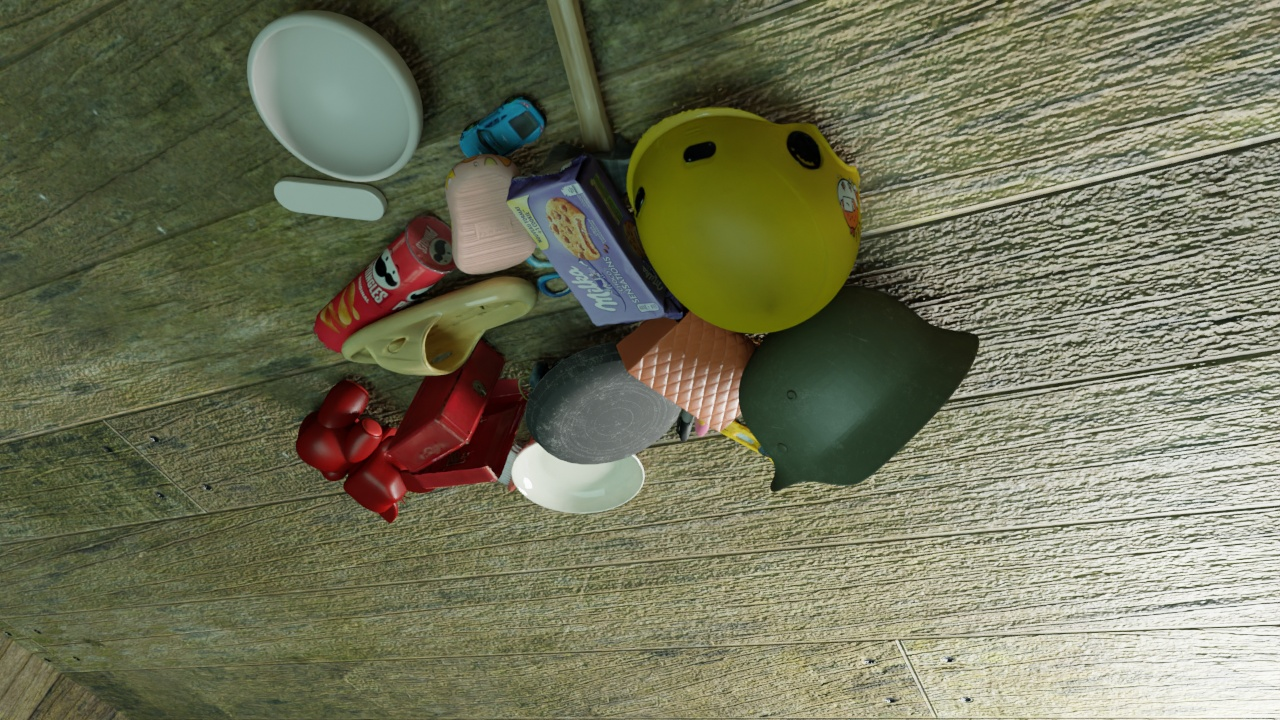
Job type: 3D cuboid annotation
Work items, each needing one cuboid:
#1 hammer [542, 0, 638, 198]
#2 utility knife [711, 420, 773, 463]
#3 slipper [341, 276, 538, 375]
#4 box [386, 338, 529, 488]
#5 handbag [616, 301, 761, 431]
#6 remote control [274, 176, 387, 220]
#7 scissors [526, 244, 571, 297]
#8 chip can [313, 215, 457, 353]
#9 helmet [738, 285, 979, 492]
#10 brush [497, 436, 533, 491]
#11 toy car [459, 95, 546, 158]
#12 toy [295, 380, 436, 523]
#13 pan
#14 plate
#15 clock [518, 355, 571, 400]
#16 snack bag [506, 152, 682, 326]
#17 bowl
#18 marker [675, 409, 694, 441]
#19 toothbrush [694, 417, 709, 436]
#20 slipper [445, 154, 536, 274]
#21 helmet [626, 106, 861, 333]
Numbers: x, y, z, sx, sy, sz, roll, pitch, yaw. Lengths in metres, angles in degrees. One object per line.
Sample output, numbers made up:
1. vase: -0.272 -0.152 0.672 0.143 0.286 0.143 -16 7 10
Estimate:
1. hammer: -0.061 -0.289 0.836 0.117 0.051 0.323 0 133 17
2. utility knife: 0.142 0.103 1.183 0.155 0.017 0.031 30 125 -8
3. slipper: -0.234 -0.024 1.099 0.262 0.079 0.111 -21 166 21
4. box: -0.239 0.066 1.165 0.137 0.157 0.122 -14 130 26
5. handbag: 0.070 -0.004 1.032 0.109 0.060 0.172 -41 133 17
6. remote control: -0.357 -0.186 1.057 0.136 0.013 0.043 8 135 10
7. scissors: -0.063 -0.101 1.050 0.140 0.015 0.083 0 131 15
8. chip can: -0.308 -0.084 1.100 0.073 0.073 0.234 41 132 -22
9. helmet: 0.196 0.019 0.963 0.154 0.226 0.269 42 121 1
10. brush: -0.164 0.123 1.285 0.030 0.040 0.173 34 133 5
11. toy car: -0.143 -0.229 0.935 0.106 0.032 0.048 -20 125 34
12. toy: -0.394 0.137 1.310 0.197 0.120 0.159 44 128 -12
13. pan: -0.006 0.006 1.073 0.207 0.040 0.358 7 132 -29
14. plate: -0.086 0.147 1.264 0.182 0.034 0.183 0 138 0
15. clock: -0.094 0.039 1.169 0.129 0.052 0.090 6 135 18
16. snack bag: -0.041 -0.115 0.922 0.097 0.058 0.205 -8 132 34
17. bowl: -0.294 -0.270 0.917 0.177 0.066 0.177 9 135 9
18. marker: 0.061 0.055 1.161 0.022 0.016 0.139 30 139 22
19. toothbrush: 0.084 0.044 1.135 0.021 0.016 0.136 17 133 11
20. slipper: -0.162 -0.166 0.973 0.093 0.081 0.198 -11 157 -11
21. helmet: 0.098 -0.112 0.861 0.239 0.139 0.210 24 138 -34
